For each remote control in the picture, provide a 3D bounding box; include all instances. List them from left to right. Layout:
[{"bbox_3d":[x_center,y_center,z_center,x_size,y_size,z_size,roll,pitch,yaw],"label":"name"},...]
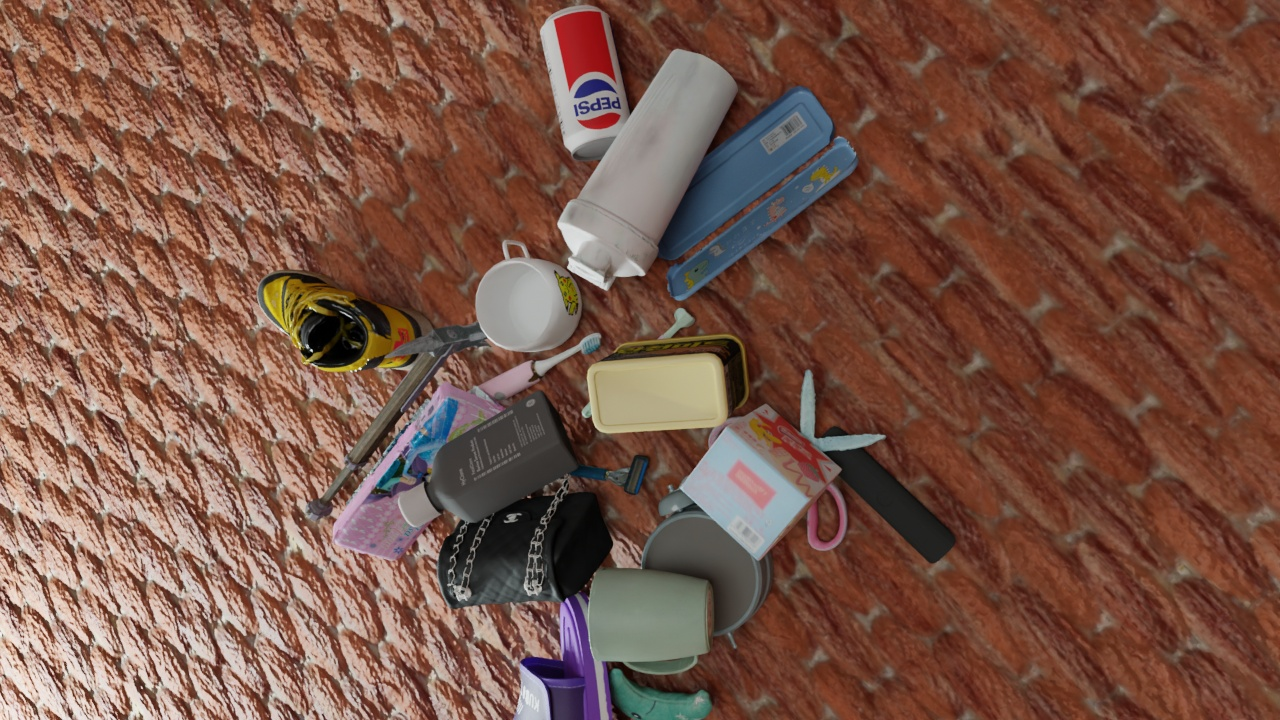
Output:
[{"bbox_3d":[0.217,0.119,0.824,0.147,0.015,0.033,45,107,15],"label":"remote control"}]

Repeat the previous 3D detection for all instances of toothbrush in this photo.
[{"bbox_3d":[-0.133,0.022,0.958,0.223,0.027,0.026,-26,49,21],"label":"toothbrush"},{"bbox_3d":[-0.005,0.005,0.911,0.022,0.015,0.155,40,109,-16],"label":"toothbrush"}]

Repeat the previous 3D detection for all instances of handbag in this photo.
[{"bbox_3d":[-0.122,0.174,0.896,0.154,0.124,0.115,-7,113,20],"label":"handbag"}]

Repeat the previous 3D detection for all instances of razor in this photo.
[{"bbox_3d":[-0.060,0.112,0.936,0.144,0.022,0.042,4,56,26],"label":"razor"}]

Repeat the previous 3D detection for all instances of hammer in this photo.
[{"bbox_3d":[-0.284,0.076,0.985,0.028,0.146,0.318,50,118,14],"label":"hammer"}]

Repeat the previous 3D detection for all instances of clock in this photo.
[{"bbox_3d":[0.062,0.187,0.874,0.123,0.045,0.159,3,95,22],"label":"clock"}]

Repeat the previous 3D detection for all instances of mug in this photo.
[{"bbox_3d":[-0.114,-0.066,0.925,0.094,0.068,0.115,-17,86,22],"label":"mug"},{"bbox_3d":[0.014,0.243,0.836,0.104,0.084,0.111,-1,120,10],"label":"mug"}]

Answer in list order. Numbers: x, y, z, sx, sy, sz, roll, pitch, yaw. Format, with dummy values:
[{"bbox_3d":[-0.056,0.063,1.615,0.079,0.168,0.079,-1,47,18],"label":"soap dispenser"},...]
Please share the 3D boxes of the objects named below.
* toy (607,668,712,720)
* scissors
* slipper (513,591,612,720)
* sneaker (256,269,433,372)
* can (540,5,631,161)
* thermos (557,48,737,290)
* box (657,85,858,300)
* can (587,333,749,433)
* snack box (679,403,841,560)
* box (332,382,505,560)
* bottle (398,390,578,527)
[{"bbox_3d":[0.015,0.329,0.886,0.105,0.033,0.085,13,137,4],"label":"toy"},{"bbox_3d":[0.140,0.090,0.844,0.177,0.013,0.170,4,105,30],"label":"scissors"},{"bbox_3d":[-0.079,0.369,0.894,0.084,0.107,0.266,-6,94,-17],"label":"slipper"},{"bbox_3d":[-0.353,-0.045,0.995,0.239,0.122,0.086,16,96,20],"label":"sneaker"},{"bbox_3d":[-0.051,-0.267,0.890,0.070,0.070,0.132,-14,87,22],"label":"can"},{"bbox_3d":[0.006,-0.171,0.843,0.099,0.099,0.220,29,86,19],"label":"thermos"},{"bbox_3d":[0.097,-0.150,0.851,0.210,0.043,0.124,-37,57,20],"label":"box"},{"bbox_3d":[0.026,0.022,0.842,0.131,0.101,0.072,-5,98,17],"label":"can"},{"bbox_3d":[0.107,0.103,0.803,0.093,0.094,0.080,42,116,16],"label":"snack box"},{"bbox_3d":[-0.237,0.113,0.980,0.231,0.084,0.070,-49,36,21],"label":"box"},{"bbox_3d":[-0.154,0.107,0.899,0.174,0.046,0.083,-29,41,1],"label":"bottle"}]
